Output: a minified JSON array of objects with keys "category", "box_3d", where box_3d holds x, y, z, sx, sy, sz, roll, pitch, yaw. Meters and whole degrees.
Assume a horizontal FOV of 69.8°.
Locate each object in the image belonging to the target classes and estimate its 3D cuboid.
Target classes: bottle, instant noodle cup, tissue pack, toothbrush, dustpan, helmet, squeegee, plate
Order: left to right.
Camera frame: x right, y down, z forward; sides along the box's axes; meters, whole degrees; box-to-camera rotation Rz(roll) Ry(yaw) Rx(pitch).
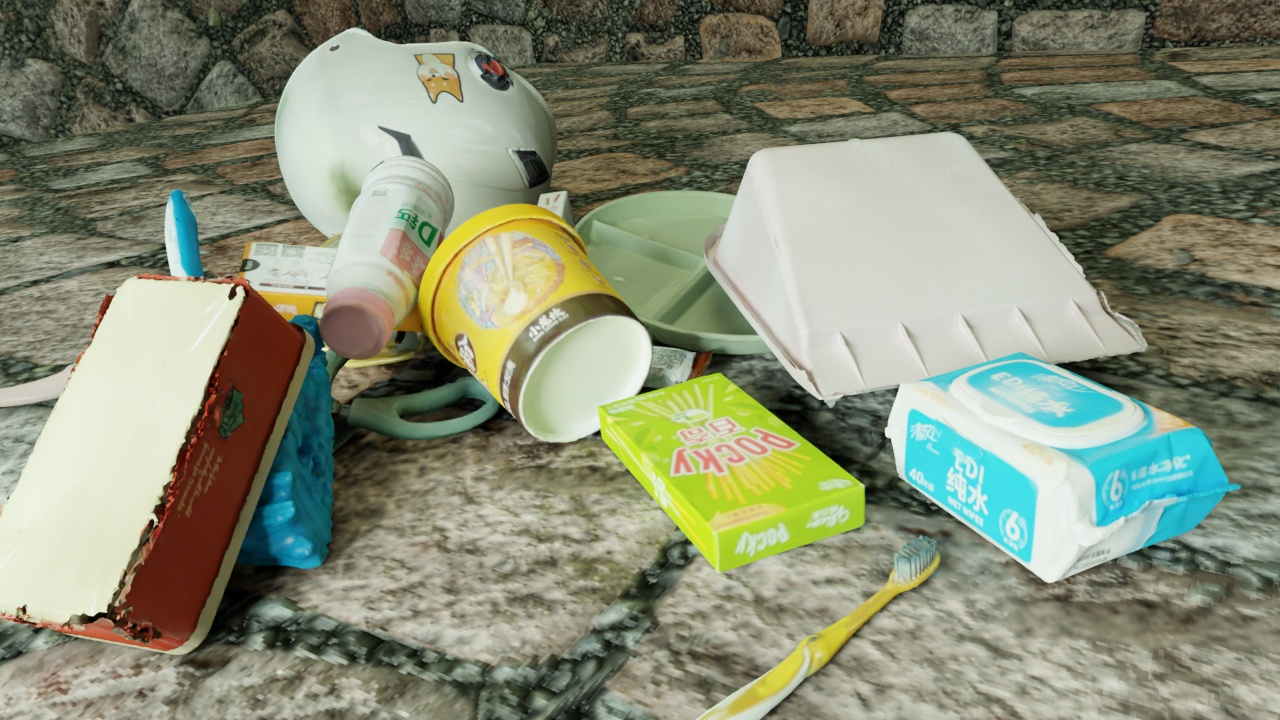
[{"category":"squeegee","box_3d":[-0.436,0.007,0.695,0.249,0.040,0.248,-14,7,-34]},{"category":"bottle","box_3d":[-0.170,-0.071,0.611,0.068,0.068,0.196,-4,34,1]},{"category":"helmet","box_3d":[-0.203,-0.174,0.867,0.273,0.231,0.156,12,40,-26]},{"category":"instant noodle cup","box_3d":[-0.061,-0.019,0.572,0.118,0.119,0.114,-19,46,-29]},{"category":"plate","box_3d":[0.056,-0.074,0.728,0.230,0.028,0.229,4,37,-3]},{"category":"toothbrush","box_3d":[0.065,0.116,0.365,0.190,0.018,0.016,-24,28,-36]},{"category":"dustpan","box_3d":[0.166,-0.054,0.644,0.222,0.139,0.273,-5,55,-12]},{"category":"tissue pack","box_3d":[0.195,0.044,0.447,0.090,0.063,0.140,-13,25,-19]}]

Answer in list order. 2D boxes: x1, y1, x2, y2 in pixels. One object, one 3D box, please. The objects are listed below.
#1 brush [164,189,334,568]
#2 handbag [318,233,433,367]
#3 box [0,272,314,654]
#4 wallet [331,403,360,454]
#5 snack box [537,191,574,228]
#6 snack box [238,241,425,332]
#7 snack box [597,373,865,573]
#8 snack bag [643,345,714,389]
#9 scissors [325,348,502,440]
[{"category":"brush","box_3d":[-0.241,-0.011,0.543,0.109,0.061,0.314,-15,51,0]},{"category":"handbag","box_3d":[-0.187,-0.043,0.752,0.179,0.063,0.163,10,24,-2]},{"category":"box","box_3d":[-0.230,0.040,0.422,0.091,0.076,0.168,3,63,17]},{"category":"wallet","box_3d":[-0.248,0.055,0.574,0.121,0.019,0.097,1,25,18]},{"category":"snack box","box_3d":[-0.069,-0.082,0.765,0.027,0.085,0.156,-9,23,1]},{"category":"snack box","box_3d":[-0.205,-0.053,0.658,0.153,0.026,0.075,3,34,-18]},{"category":"snack box","box_3d":[0.043,0.054,0.503,0.085,0.026,0.156,-14,25,-18]},{"category":"snack bag","box_3d":[-0.004,0.004,0.628,0.104,0.026,0.048,5,34,19]},{"category":"scissors","box_3d":[-0.186,0.010,0.606,0.170,0.019,0.181,-8,36,-28]}]
